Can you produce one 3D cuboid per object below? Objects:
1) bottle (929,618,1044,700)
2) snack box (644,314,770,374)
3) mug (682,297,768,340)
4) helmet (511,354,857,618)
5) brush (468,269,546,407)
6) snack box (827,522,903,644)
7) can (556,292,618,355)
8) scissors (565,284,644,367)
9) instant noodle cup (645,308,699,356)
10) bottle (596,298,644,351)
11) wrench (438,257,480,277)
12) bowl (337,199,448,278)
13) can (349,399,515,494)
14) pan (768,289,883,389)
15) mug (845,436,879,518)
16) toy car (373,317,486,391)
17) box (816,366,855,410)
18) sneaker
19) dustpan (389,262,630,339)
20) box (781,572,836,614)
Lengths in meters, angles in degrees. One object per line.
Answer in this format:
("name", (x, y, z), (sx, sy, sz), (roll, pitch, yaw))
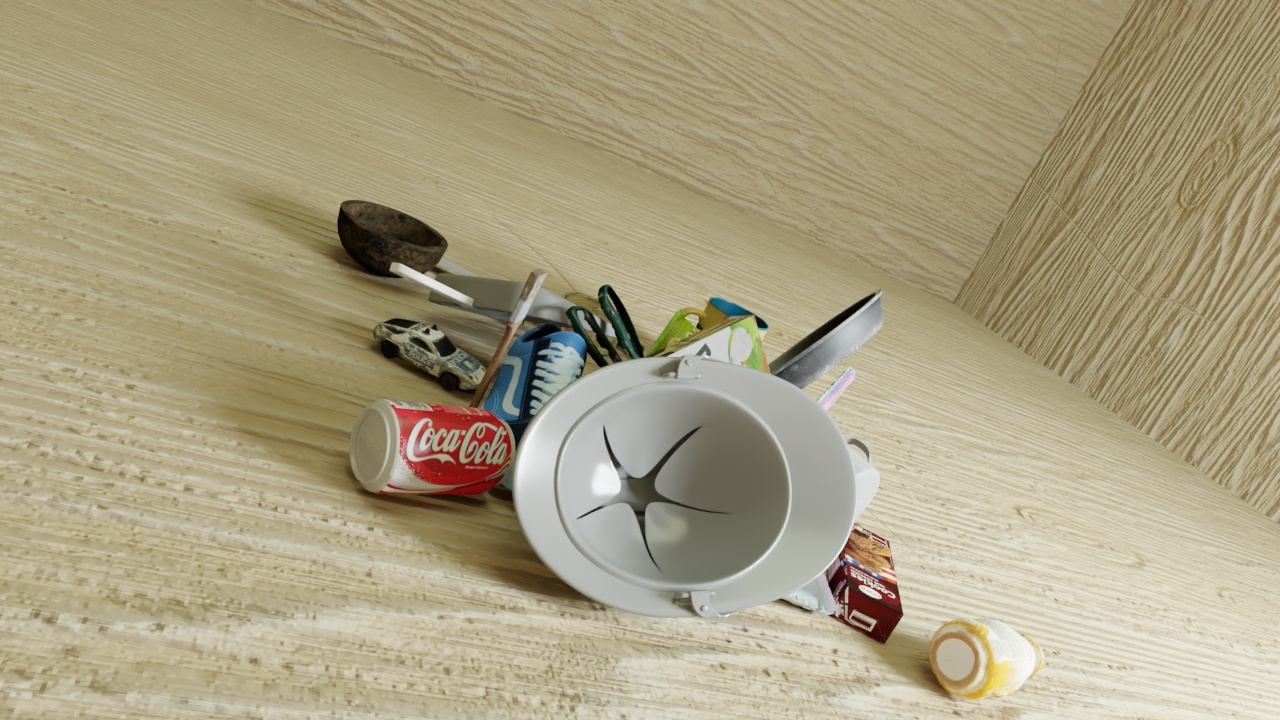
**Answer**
("bottle", (0.289, 0.245, 0.755), (0.108, 0.063, 0.063), (13, 22, -38))
("snack box", (0.038, 0.039, 0.798), (0.185, 0.101, 0.032), (-25, 14, -33))
("mug", (0.088, -0.021, 1.161), (0.113, 0.107, 0.083), (20, 20, -20))
("helmet", (0.020, 0.097, 0.690), (0.270, 0.183, 0.118), (3, -13, -24))
("brush", (-0.117, -0.012, 0.778), (0.008, 0.143, 0.045), (27, 9, -1))
("snack box", (0.199, 0.193, 0.825), (0.051, 0.032, 0.140), (27, 17, 3))
("can", (-0.063, -0.045, 1.121), (0.086, 0.043, 0.086), (24, 18, -8))
("scissors", (-0.003, 0.007, 0.931), (0.210, 0.015, 0.146), (55, 20, -21))
("instant noodle cup", (0.060, 0.010, 1.071), (0.108, 0.099, 0.098), (35, 17, -1))
("bottle", (-0.031, -0.040, 1.173), (0.030, 0.030, 0.113), (9, 24, -44))
("wrench", (-0.224, -0.111, 1.094), (0.273, 0.018, 0.086), (26, 0, 7))
("bowl", (-0.281, -0.126, 1.018), (0.121, 0.056, 0.121), (24, 17, -8))
("can", (-0.146, 0.063, 0.653), (0.104, 0.064, 0.064), (9, 24, -44))
("pan", (0.126, 0.023, 0.940), (0.355, 0.188, 0.055), (-35, 88, -35))
("mug", (0.203, 0.117, 0.943), (0.113, 0.084, 0.070), (-20, 45, -28))
("toy car", (-0.189, -0.009, 0.841), (0.113, 0.041, 0.048), (28, 18, 4))
("box", (0.163, 0.061, 1.009), (0.049, 0.150, 0.213), (63, 22, 2))
("sneaker", (-0.088, 0.026, 0.786), (0.083, 0.098, 0.241), (22, 18, -14))
("dustpan", (-0.147, -0.059, 0.921), (0.163, 0.033, 0.257), (10, -11, 36))
("box", (0.129, 0.137, 0.823), (0.102, 0.087, 0.201), (35, 15, -14))
